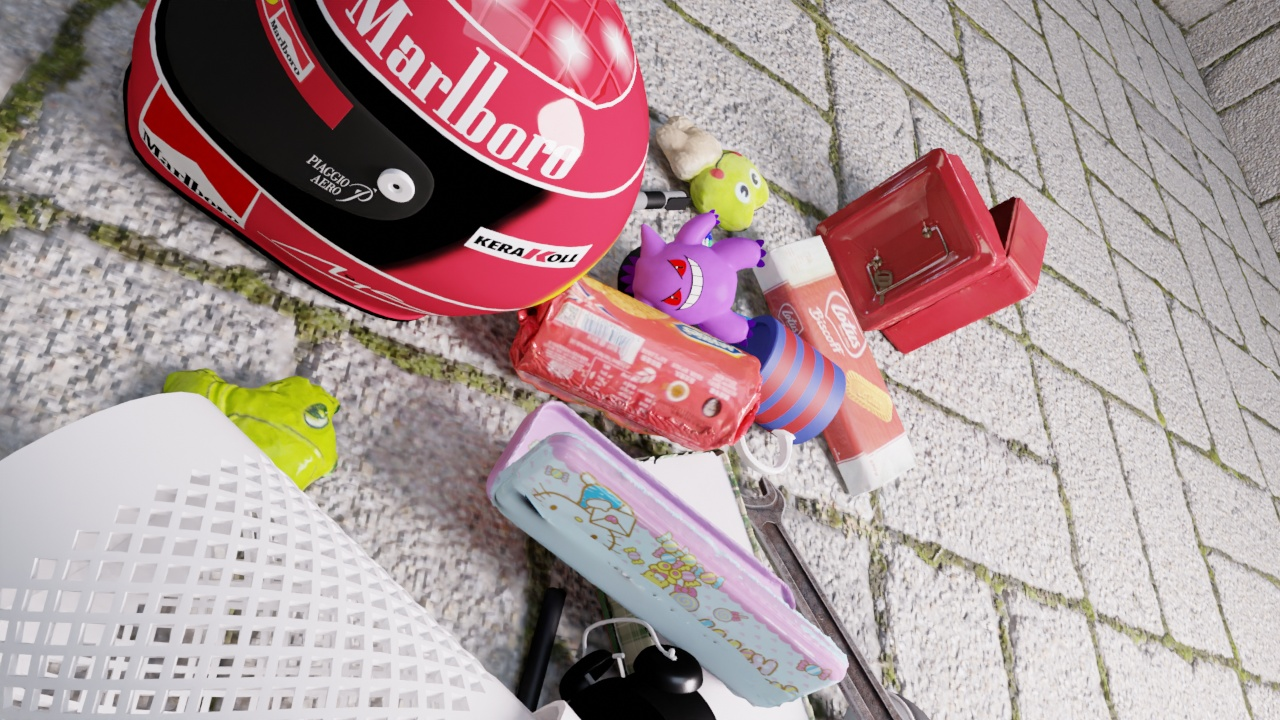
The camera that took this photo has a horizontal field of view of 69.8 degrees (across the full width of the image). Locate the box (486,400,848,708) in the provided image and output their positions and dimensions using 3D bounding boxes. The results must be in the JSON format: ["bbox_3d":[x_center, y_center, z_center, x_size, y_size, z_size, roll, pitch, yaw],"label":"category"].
[{"bbox_3d":[0.022,0.102,0.513,0.214,0.093,0.089,40,48,-13],"label":"box"}]

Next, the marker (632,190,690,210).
[{"bbox_3d":[-0.013,-0.128,0.739,0.140,0.016,0.016,-12,74,-45],"label":"marker"}]

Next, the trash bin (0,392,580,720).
[{"bbox_3d":[-0.159,0.130,0.345,0.199,0.196,0.194,49,43,5],"label":"trash bin"}]

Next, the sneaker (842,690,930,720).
[{"bbox_3d":[0.094,0.295,0.543,0.160,0.093,0.255,32,47,-13],"label":"sneaker"}]

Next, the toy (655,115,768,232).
[{"bbox_3d":[0.062,-0.169,0.811,0.118,0.043,0.092,45,45,-9],"label":"toy"}]

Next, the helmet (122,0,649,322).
[{"bbox_3d":[-0.120,-0.146,0.503,0.271,0.225,0.197,34,47,-25],"label":"helmet"}]

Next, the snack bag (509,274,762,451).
[{"bbox_3d":[-0.004,0.004,0.604,0.176,0.083,0.082,26,49,-8],"label":"snack bag"}]

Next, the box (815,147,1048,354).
[{"bbox_3d":[0.298,-0.098,0.902,0.164,0.158,0.151,-2,70,-45],"label":"box"}]

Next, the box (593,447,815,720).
[{"bbox_3d":[0.031,0.160,0.587,0.117,0.050,0.205,-5,69,-39],"label":"box"}]

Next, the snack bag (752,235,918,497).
[{"bbox_3d":[0.169,0.001,0.795,0.077,0.041,0.225,-20,87,-42],"label":"snack bag"}]

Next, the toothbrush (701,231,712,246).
[{"bbox_3d":[0.043,-0.037,0.735,0.015,0.016,0.186,26,50,-24],"label":"toothbrush"}]

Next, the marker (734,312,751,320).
[{"bbox_3d":[0.107,-0.026,0.789,0.141,0.013,0.013,16,56,-35],"label":"marker"}]

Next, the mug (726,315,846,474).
[{"bbox_3d":[0.100,0.031,0.711,0.076,0.075,0.111,34,64,-23],"label":"mug"}]

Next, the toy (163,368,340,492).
[{"bbox_3d":[-0.199,0.036,0.461,0.093,0.036,0.094,37,45,-9],"label":"toy"}]

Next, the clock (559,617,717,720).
[{"bbox_3d":[-0.001,0.201,0.501,0.042,0.091,0.120,-5,78,-54],"label":"clock"}]

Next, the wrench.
[{"bbox_3d":[0.126,0.183,0.613,0.070,0.010,0.273,-6,49,-29],"label":"wrench"}]

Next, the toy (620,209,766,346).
[{"bbox_3d":[0.033,-0.054,0.644,0.088,0.056,0.106,6,97,-18],"label":"toy"}]

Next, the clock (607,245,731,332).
[{"bbox_3d":[0.016,-0.030,0.683,0.094,0.035,0.122,27,54,-13],"label":"clock"}]

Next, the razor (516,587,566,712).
[{"bbox_3d":[-0.061,0.192,0.505,0.043,0.022,0.144,76,16,-48],"label":"razor"}]
